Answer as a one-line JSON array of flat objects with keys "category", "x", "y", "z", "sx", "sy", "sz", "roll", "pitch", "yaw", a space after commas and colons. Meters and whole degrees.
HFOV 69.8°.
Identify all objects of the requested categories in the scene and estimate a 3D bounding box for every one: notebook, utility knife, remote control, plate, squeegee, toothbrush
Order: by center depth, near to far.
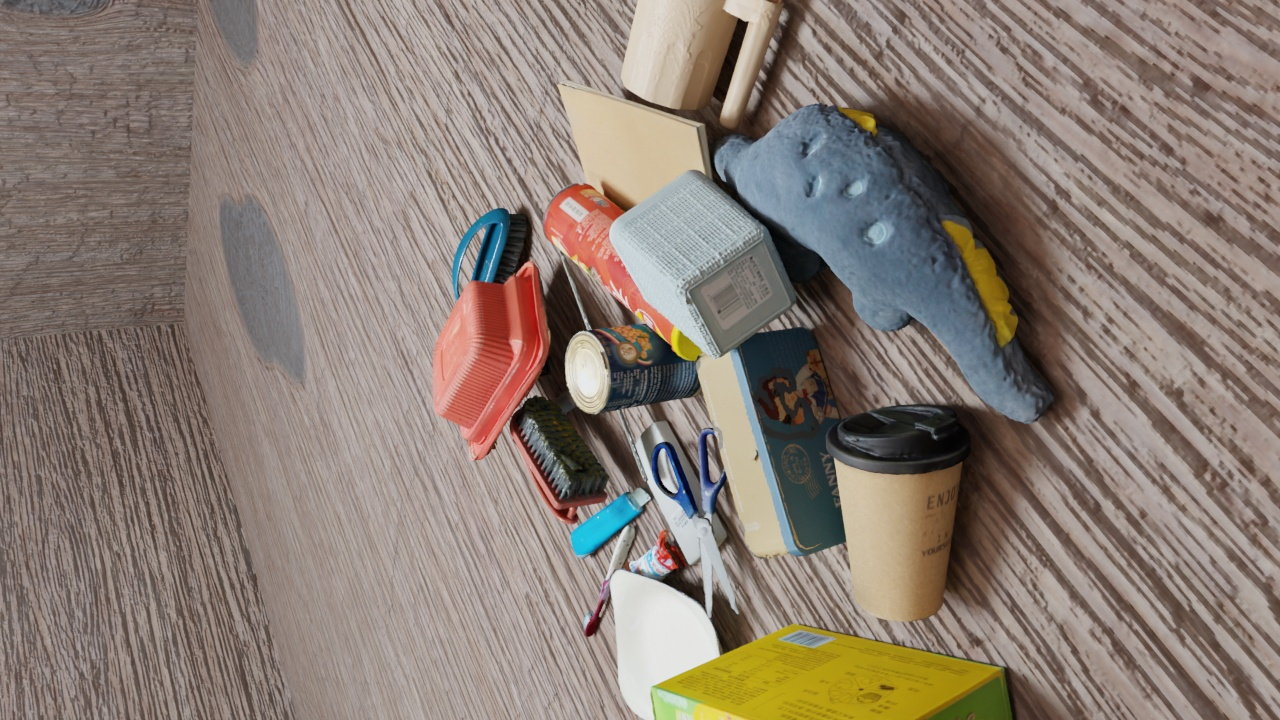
[{"category": "notebook", "x": 0.001, "y": -0.163, "z": 0.827, "sx": 0.211, "sy": 0.012, "sz": 0.150, "roll": 34, "pitch": 148, "yaw": 47}, {"category": "remote control", "x": 0.036, "y": 0.125, "z": 0.880, "sx": 0.135, "sy": 0.019, "sz": 0.056, "roll": 61, "pitch": 141, "yaw": 27}, {"category": "plate", "x": 0.034, "y": 0.290, "z": 0.898, "sx": 0.164, "sy": 0.034, "sz": 0.164, "roll": 8, "pitch": 106, "yaw": 51}, {"category": "utility knife", "x": -0.033, "y": 0.174, "z": 0.993, "sx": 0.167, "sy": 0.018, "sz": 0.034, "roll": -45, "pitch": 68, "yaw": 48}, {"category": "squeegee", "x": -0.073, "y": 0.038, "z": 1.002, "sx": 0.247, "sy": 0.039, "sz": 0.246, "roll": -39, "pitch": 69, "yaw": 58}, {"category": "toothbrush", "x": -0.037, "y": 0.244, "z": 1.016, "sx": 0.017, "sy": 0.016, "sz": 0.188, "roll": 60, "pitch": 142, "yaw": 43}]

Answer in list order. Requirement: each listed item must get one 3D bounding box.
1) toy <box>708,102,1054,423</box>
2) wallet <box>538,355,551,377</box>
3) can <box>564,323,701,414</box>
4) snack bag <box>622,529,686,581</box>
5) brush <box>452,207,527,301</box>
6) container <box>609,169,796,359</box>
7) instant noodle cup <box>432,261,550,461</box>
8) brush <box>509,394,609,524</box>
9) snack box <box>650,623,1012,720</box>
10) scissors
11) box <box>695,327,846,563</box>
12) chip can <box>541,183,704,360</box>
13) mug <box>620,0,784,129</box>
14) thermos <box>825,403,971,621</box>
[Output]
[{"category": "toy", "x": 0.142, "y": -0.101, "z": 0.631, "sx": 0.356, "sy": 0.091, "sz": 0.138, "roll": 47, "pitch": 161, "yaw": 41}, {"category": "wallet", "x": -0.152, "y": -0.022, "z": 1.120, "sx": 0.123, "sy": 0.020, "sz": 0.096, "roll": -13, "pitch": 91, "yaw": 54}, {"category": "can", "x": -0.005, "y": 0.005, "z": 0.832, "sx": 0.075, "sy": 0.111, "sz": 0.075, "roll": 17, "pitch": 110, "yaw": 53}, {"category": "snack bag", "x": 0.015, "y": 0.206, "z": 0.922, "sx": 0.045, "sy": 0.026, "sz": 0.106, "roll": 53, "pitch": 141, "yaw": 14}, {"category": "brush", "x": -0.185, "y": -0.114, "z": 1.088, "sx": 0.055, "sy": 0.073, "sz": 0.144, "roll": 52, "pitch": 127, "yaw": 50}, {"category": "container", "x": 0.049, "y": -0.070, "z": 0.681, "sx": 0.090, "sy": 0.090, "sz": 0.111, "roll": 58, "pitch": 175, "yaw": -38}, {"category": "instant noodle cup", "x": -0.169, "y": -0.004, "z": 0.992, "sx": 0.189, "sy": 0.079, "sz": 0.164, "roll": -56, "pitch": 31, "yaw": 31}, {"category": "brush", "x": -0.095, "y": 0.102, "z": 0.965, "sx": 0.146, "sy": 0.063, "sz": 0.069, "roll": 51, "pitch": 130, "yaw": 38}, {"category": "snack box", "x": 0.130, "y": 0.257, "z": 0.652, "sx": 0.210, "sy": 0.157, "sz": 0.070, "roll": -8, "pitch": 92, "yaw": 55}, {"category": "scissors", "x": 0.049, "y": 0.144, "z": 0.835, "sx": 0.147, "sy": 0.012, "sz": 0.169, "roll": 19, "pitch": 97, "yaw": 38}, {"category": "box", "x": 0.110, "y": 0.068, "z": 0.703, "sx": 0.059, "sy": 0.089, "sz": 0.184, "roll": -31, "pitch": 74, "yaw": 53}, {"category": "chip can", "x": -0.005, "y": -0.085, "z": 0.832, "sx": 0.216, "sy": 0.073, "sz": 0.073, "roll": 42, "pitch": 130, "yaw": 36}, {"category": "mug", "x": 0.048, "y": -0.257, "z": 0.733, "sx": 0.124, "sy": 0.084, "sz": 0.104, "roll": 38, "pitch": 130, "yaw": 26}, {"category": "thermos", "x": 0.174, "y": 0.099, "z": 0.621, "sx": 0.093, "sy": 0.092, "sz": 0.143, "roll": 18, "pitch": 119, "yaw": 53}]
